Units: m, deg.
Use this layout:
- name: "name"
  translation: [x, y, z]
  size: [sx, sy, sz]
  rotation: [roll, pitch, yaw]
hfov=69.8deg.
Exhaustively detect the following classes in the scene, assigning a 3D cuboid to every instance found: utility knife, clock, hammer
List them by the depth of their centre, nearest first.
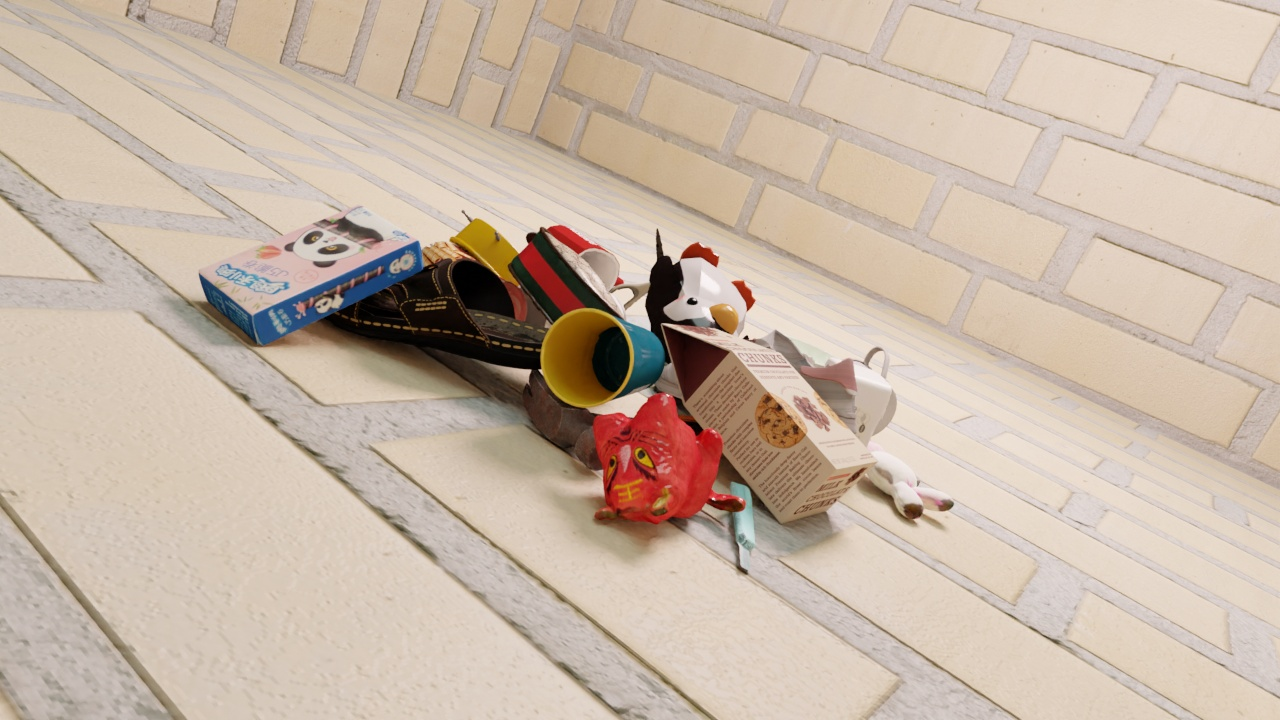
- name: "utility knife"
  translation: [0.081, 0.128, 0.714]
  size: [0.022, 0.015, 0.141]
  rotation: [40, 13, -6]
- name: "hammer"
  translation: [0.031, 0.060, 0.851]
  size: [0.313, 0.035, 0.138]
  rotation: [9, 18, -44]
- name: "clock"
  translation: [-0.153, -0.096, 1.026]
  size: [0.113, 0.052, 0.152]
  rotation: [35, -16, 40]

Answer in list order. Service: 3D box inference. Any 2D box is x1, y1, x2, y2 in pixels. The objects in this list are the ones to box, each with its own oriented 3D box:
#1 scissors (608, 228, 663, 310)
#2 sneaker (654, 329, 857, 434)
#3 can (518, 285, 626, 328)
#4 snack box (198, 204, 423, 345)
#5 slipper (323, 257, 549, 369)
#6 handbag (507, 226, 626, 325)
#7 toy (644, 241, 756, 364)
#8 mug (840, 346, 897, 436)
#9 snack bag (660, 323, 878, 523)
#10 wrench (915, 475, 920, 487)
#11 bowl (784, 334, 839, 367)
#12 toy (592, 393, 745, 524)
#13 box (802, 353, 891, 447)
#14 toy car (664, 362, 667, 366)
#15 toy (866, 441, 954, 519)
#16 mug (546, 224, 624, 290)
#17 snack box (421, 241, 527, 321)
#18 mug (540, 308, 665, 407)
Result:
- name: "scissors"
  translation: [0.027, -0.090, 1.215]
  size: [0.157, 0.171, 0.012]
  rotation: [56, 30, -18]
- name: "sneaker"
  translation: [0.120, 0.013, 0.943]
  size: [0.236, 0.089, 0.099]
  rotation: [12, -3, 38]
- name: "can"
  translation: [-0.079, -0.046, 0.994]
  size: [0.070, 0.070, 0.132]
  rotation: [32, 17, 32]
- name: "snack box"
  translation: [-0.267, -0.074, 0.750]
  size: [0.088, 0.033, 0.153]
  rotation: [31, 47, 31]
- name: "slipper"
  translation: [-0.182, -0.054, 0.813]
  size: [0.268, 0.076, 0.112]
  rotation: [14, 12, 13]
- name: "handbag"
  translation: [-0.058, -0.060, 0.905]
  size: [0.166, 0.063, 0.138]
  rotation: [49, 7, 28]
- name: "toy"
  translation: [0.061, -0.036, 1.118]
  size: [0.159, 0.140, 0.183]
  rotation: [43, 21, -17]
- name: "mug"
  translation: [0.278, 0.036, 1.147]
  size: [0.084, 0.113, 0.070]
  rotation: [33, 11, -28]
- name: "snack bag"
  translation: [0.105, 0.040, 0.832]
  size: [0.206, 0.070, 0.094]
  rotation: [51, 26, 25]
- name: "wrench"
  translation: [0.205, 0.076, 1.079]
  size: [0.273, 0.018, 0.083]
  rotation: [32, 17, 33]
- name: "bowl"
  translation: [0.217, 0.014, 1.237]
  size: [0.117, 0.061, 0.117]
  rotation: [20, 14, -6]
- name: "toy"
  translation: [0.022, 0.098, 0.678]
  size: [0.133, 0.088, 0.093]
  rotation: [35, 39, -34]
- name: "box"
  translation: [0.180, 0.038, 1.004]
  size: [0.132, 0.107, 0.151]
  rotation: [21, 12, -5]
- name: "toy car"
  translation: [-0.006, 0.006, 1.000]
  size: [0.039, 0.027, 0.089]
  rotation: [28, 16, 30]
- name: "toy"
  translation: [0.266, 0.124, 0.961]
  size: [0.079, 0.038, 0.122]
  rotation: [13, 24, -35]
- name: "mug"
  translation: [-0.080, -0.131, 1.287]
  size: [0.116, 0.080, 0.096]
  rotation: [18, 14, -42]
- name: "snack box"
  translation: [-0.176, -0.068, 0.927]
  size: [0.072, 0.072, 0.121]
  rotation: [7, 20, -45]
- name: "mug"
  translation: [-0.024, -0.001, 0.773]
  size: [0.078, 0.078, 0.121]
  rotation: [27, 8, 17]
